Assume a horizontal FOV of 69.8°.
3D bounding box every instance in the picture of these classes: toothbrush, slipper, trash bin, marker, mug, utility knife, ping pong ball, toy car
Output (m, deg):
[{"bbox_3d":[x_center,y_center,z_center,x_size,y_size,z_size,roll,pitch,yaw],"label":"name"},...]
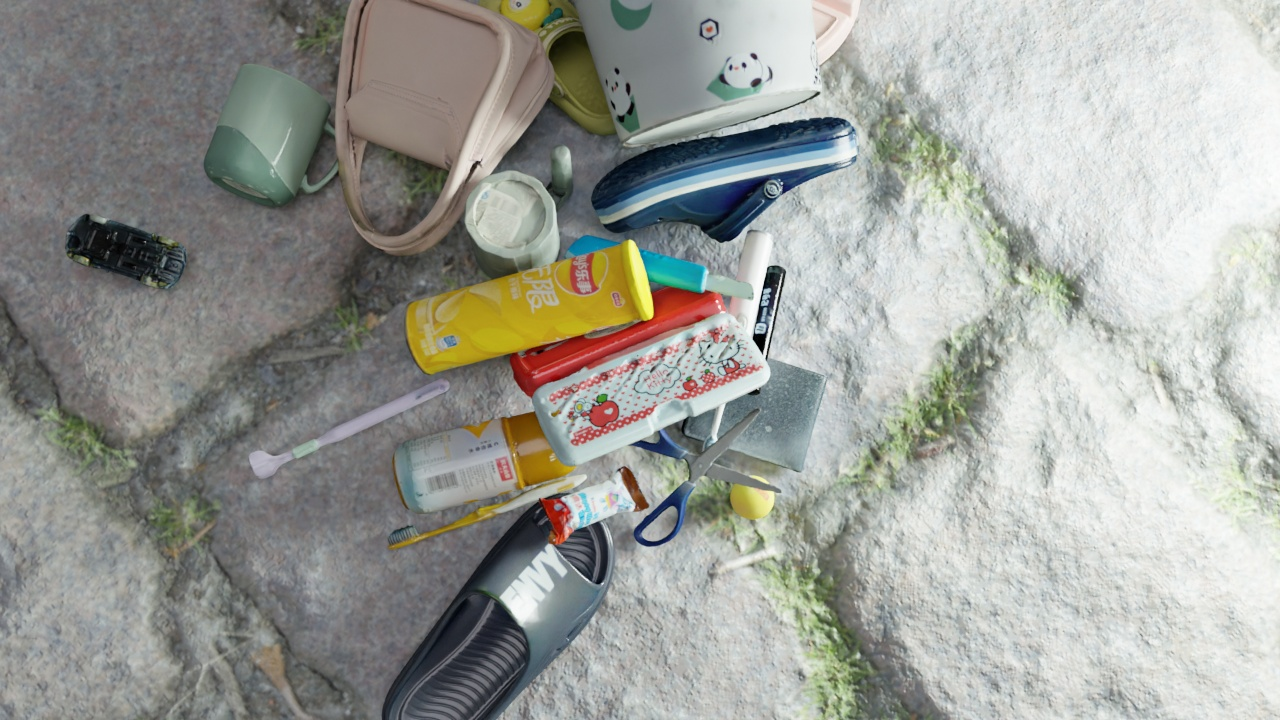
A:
[{"bbox_3d":[0.087,-0.014,0.856,0.027,0.026,0.221,13,83,7],"label":"toothbrush"},{"bbox_3d":[-0.073,-0.300,0.875,0.190,0.082,0.091,43,79,0],"label":"slipper"},{"bbox_3d":[0.081,-0.163,0.863,0.253,0.105,0.095,-15,110,0],"label":"slipper"},{"bbox_3d":[0.041,-0.333,0.797,0.229,0.229,0.252,-15,98,-6],"label":"trash bin"},{"bbox_3d":[0.117,-0.029,0.866,0.020,0.022,0.131,10,68,11],"label":"marker"},{"bbox_3d":[-0.264,0.060,0.843,0.189,0.021,0.029,-24,122,-8],"label":"toothbrush"},{"bbox_3d":[-0.333,-0.198,0.848,0.111,0.082,0.106,23,79,-32],"label":"mug"},{"bbox_3d":[-0.104,-0.134,0.837,0.083,0.103,0.124,36,82,2],"label":"mug"},{"bbox_3d":[0.018,-0.083,0.842,0.191,0.018,0.034,17,63,25],"label":"utility knife"},{"bbox_3d":[0.103,0.126,0.846,0.040,0.040,0.040,1,82,-4],"label":"ping pong ball"},{"bbox_3d":[-0.140,0.134,0.831,0.191,0.016,0.018,-20,102,1],"label":"toothbrush"},{"bbox_3d":[-0.118,0.236,0.793,0.110,0.083,0.267,40,79,0],"label":"slipper"},{"bbox_3d":[-0.471,-0.099,0.843,0.105,0.031,0.049,18,80,-3],"label":"toy car"}]

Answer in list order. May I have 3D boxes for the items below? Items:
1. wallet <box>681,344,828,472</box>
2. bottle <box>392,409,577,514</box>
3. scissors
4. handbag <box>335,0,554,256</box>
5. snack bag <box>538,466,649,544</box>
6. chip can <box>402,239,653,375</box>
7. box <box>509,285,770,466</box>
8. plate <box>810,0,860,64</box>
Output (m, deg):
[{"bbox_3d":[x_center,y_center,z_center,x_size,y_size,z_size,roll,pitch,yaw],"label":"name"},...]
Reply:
[{"bbox_3d":[0.108,0.043,0.871,0.121,0.019,0.097,18,81,1],"label":"wallet"},{"bbox_3d":[-0.122,0.085,0.823,0.189,0.068,0.068,-14,83,-7],"label":"bottle"},{"bbox_3d":[0.042,0.100,0.833,0.176,0.012,0.162,26,98,21],"label":"scissors"},{"bbox_3d":[-0.200,-0.210,0.834,0.193,0.093,0.234,24,96,26],"label":"handbag"},{"bbox_3d":[-0.043,0.128,0.815,0.105,0.026,0.045,-17,70,-33],"label":"snack bag"},{"bbox_3d":[-0.099,-0.046,0.814,0.213,0.072,0.072,-13,83,10],"label":"chip can"},{"bbox_3d":[-0.005,0.001,0.811,0.201,0.060,0.161,-23,42,-12],"label":"box"},{"bbox_3d":[0.114,-0.392,0.926,0.229,0.028,0.229,0,82,-3],"label":"plate"}]
